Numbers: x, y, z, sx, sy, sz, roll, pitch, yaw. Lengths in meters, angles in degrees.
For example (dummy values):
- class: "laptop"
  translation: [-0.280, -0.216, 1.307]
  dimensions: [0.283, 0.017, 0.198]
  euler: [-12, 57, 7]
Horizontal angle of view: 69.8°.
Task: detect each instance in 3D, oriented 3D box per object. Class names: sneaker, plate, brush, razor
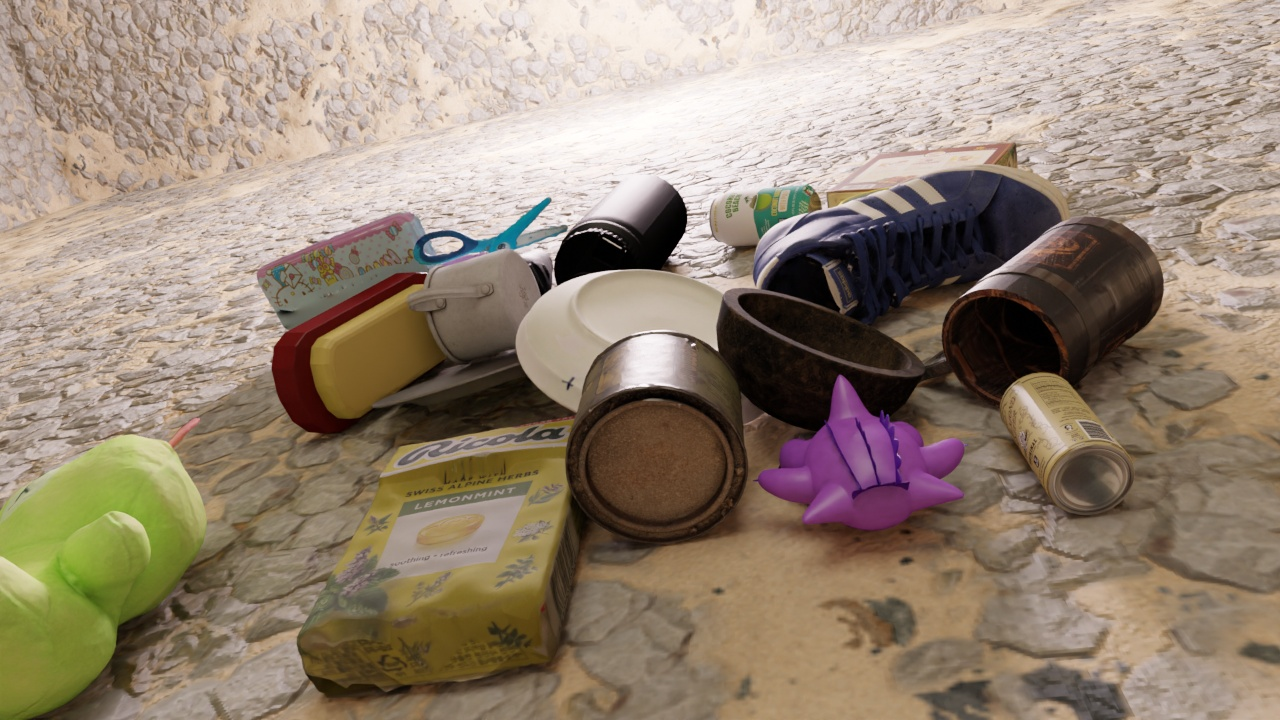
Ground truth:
- class: "sneaker"
  translation: [0.189, -0.077, 0.657]
  dimensions: [0.233, 0.091, 0.118]
  euler: [-6, 19, 19]
- class: "plate"
  translation: [0.010, -0.019, 0.607]
  dimensions: [0.182, 0.034, 0.182]
  euler: [6, 33, -4]
- class: "brush"
  translation: [-0.208, -0.010, 0.728]
  dimensions: [0.042, 0.082, 0.172]
  euler: [1, 26, 30]
- class: "razor"
  translation: [-0.118, -0.079, 0.898]
  dimensions: [0.067, 0.054, 0.151]
  euler: [-22, 15, 11]
- class: "plate"
  translation: [-0.109, 0.009, 0.679]
  dimensions: [0.178, 0.012, 0.178]
  euler: [-18, 6, 2]

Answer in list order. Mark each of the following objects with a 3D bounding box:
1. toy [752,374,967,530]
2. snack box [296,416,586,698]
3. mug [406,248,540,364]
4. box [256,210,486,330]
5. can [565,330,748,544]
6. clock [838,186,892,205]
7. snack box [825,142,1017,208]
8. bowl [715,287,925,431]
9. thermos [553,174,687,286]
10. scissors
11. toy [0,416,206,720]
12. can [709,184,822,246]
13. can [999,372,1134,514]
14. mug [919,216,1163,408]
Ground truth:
- class: "toy"
  translation: [0.107, 0.050, 0.444]
  dimensions: [0.106, 0.056, 0.088]
  euler: [-10, 26, 4]
- class: "snack box"
  translation: [-0.090, 0.090, 0.472]
  dimensions: [0.121, 0.045, 0.180]
  euler: [-10, 22, 8]
- class: "mug"
  translation: [-0.132, -0.046, 0.737]
  dimensions: [0.071, 0.084, 0.113]
  euler: [-14, -10, 17]
- class: "box"
  translation: [-0.257, -0.087, 0.878]
  dimensions: [0.215, 0.091, 0.089]
  euler: [-14, 20, 30]
- class: "can"
  translation: [0.009, 0.039, 0.480]
  dimensions: [0.090, 0.090, 0.074]
  euler: [-10, 23, 8]
- class: "clock"
  translation: [0.213, -0.110, 0.767]
  dimensions: [0.083, 0.057, 0.119]
  euler: [-18, 16, -13]
- class: "snack box"
  translation: [0.277, -0.170, 0.898]
  dimensions: [0.143, 0.041, 0.146]
  euler: [4, 28, 35]
- class: "bowl"
  translation: [0.096, 0.007, 0.535]
  dimensions: [0.121, 0.056, 0.121]
  euler: [17, 19, -6]
- class: "thermos"
  translation: [-0.019, -0.105, 0.848]
  dimensions: [0.086, 0.086, 0.198]
  euler: [-5, 23, 18]
- class: "scissors"
  translation: [-0.129, -0.100, 0.777]
  dimensions: [0.140, 0.118, 0.013]
  euler: [-39, 49, 19]
- class: "toy"
  translation: [-0.301, 0.110, 0.483]
  dimensions: [0.150, 0.107, 0.196]
  euler: [-32, 8, 16]
- class: "can"
  translation: [0.122, -0.140, 0.895]
  dimensions: [0.102, 0.055, 0.054]
  euler: [1, 26, 31]
- class: "can"
  translation: [0.203, 0.038, 0.444]
  dimensions: [0.038, 0.038, 0.079]
  euler: [-9, 22, 9]
- class: "mug"
  translation: [0.228, -0.022, 0.544]
  dimensions: [0.107, 0.080, 0.116]
  euler: [-30, -1, -32]
